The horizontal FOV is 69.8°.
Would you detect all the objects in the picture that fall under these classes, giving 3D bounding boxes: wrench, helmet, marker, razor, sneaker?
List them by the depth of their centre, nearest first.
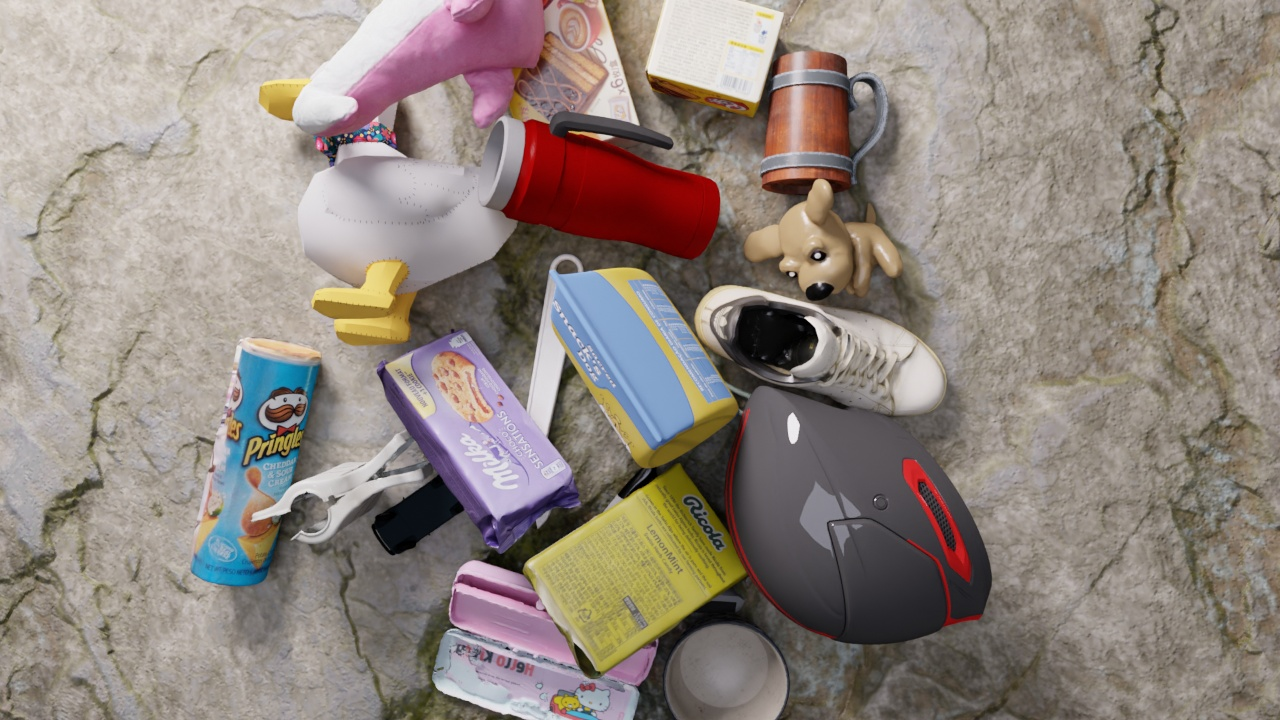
[{"bbox_3d":[0.165,0.140,0.790,0.169,0.164,0.264,-27,85,-14],"label":"helmet"},{"bbox_3d":[0.170,-0.009,0.815,0.241,0.102,0.089,17,93,-6],"label":"sneaker"},{"bbox_3d":[0.021,0.213,0.868,0.156,0.057,0.060,22,79,0],"label":"razor"},{"bbox_3d":[-0.094,0.033,0.882,0.066,0.018,0.273,11,93,3],"label":"wrench"},{"bbox_3d":[-0.028,0.153,0.886,0.022,0.016,0.139,36,96,-23],"label":"marker"}]

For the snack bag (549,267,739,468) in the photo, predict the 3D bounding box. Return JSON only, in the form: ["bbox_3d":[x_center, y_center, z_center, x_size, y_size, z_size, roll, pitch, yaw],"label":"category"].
[{"bbox_3d":[-0.005,0.004,0.767,0.102,0.205,0.159,-34,79,8],"label":"snack bag"}]

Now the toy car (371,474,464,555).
[{"bbox_3d":[-0.205,0.143,0.885,0.112,0.034,0.046,-35,91,3],"label":"toy car"}]

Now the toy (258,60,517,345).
[{"bbox_3d":[-0.229,-0.152,0.824,0.246,0.141,0.267,2,74,-2],"label":"toy"}]

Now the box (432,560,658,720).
[{"bbox_3d":[-0.092,0.280,0.882,0.201,0.044,0.155,18,116,3],"label":"box"}]

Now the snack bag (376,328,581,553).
[{"bbox_3d":[-0.150,0.070,0.835,0.205,0.096,0.059,52,139,12],"label":"snack bag"}]

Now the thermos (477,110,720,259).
[{"bbox_3d":[-0.030,-0.155,0.791,0.198,0.083,0.108,11,129,-24],"label":"thermos"}]

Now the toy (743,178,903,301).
[{"bbox_3d":[0.173,-0.102,0.826,0.108,0.134,0.105,6,70,-24],"label":"toy"}]

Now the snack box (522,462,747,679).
[{"bbox_3d":[-0.004,0.188,0.821,0.180,0.045,0.121,-29,73,-25],"label":"snack box"}]

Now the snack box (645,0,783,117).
[{"bbox_3d":[0.066,-0.279,0.831,0.106,0.061,0.083,16,94,2],"label":"snack box"}]

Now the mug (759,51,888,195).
[{"bbox_3d":[0.167,-0.210,0.828,0.117,0.081,0.111,2,90,-15],"label":"mug"}]

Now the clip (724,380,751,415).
[{"bbox_3d":[0.076,0.028,0.867,0.074,0.035,0.023,29,96,7],"label":"clip"}]

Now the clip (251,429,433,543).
[{"bbox_3d":[-0.261,0.125,0.843,0.151,0.125,0.091,-17,94,0],"label":"clip"}]

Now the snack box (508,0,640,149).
[{"bbox_3d":[-0.083,-0.298,0.839,0.110,0.061,0.230,-17,93,5],"label":"snack box"}]

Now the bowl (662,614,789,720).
[{"bbox_3d":[0.079,0.293,0.865,0.115,0.059,0.115,0,93,3],"label":"bowl"}]

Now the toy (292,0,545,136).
[{"bbox_3d":[-0.160,-0.253,0.757,0.265,0.187,0.128,-41,123,-10],"label":"toy"}]

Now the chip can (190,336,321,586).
[{"bbox_3d":[-0.368,0.094,0.872,0.080,0.079,0.229,15,94,2],"label":"chip can"}]
